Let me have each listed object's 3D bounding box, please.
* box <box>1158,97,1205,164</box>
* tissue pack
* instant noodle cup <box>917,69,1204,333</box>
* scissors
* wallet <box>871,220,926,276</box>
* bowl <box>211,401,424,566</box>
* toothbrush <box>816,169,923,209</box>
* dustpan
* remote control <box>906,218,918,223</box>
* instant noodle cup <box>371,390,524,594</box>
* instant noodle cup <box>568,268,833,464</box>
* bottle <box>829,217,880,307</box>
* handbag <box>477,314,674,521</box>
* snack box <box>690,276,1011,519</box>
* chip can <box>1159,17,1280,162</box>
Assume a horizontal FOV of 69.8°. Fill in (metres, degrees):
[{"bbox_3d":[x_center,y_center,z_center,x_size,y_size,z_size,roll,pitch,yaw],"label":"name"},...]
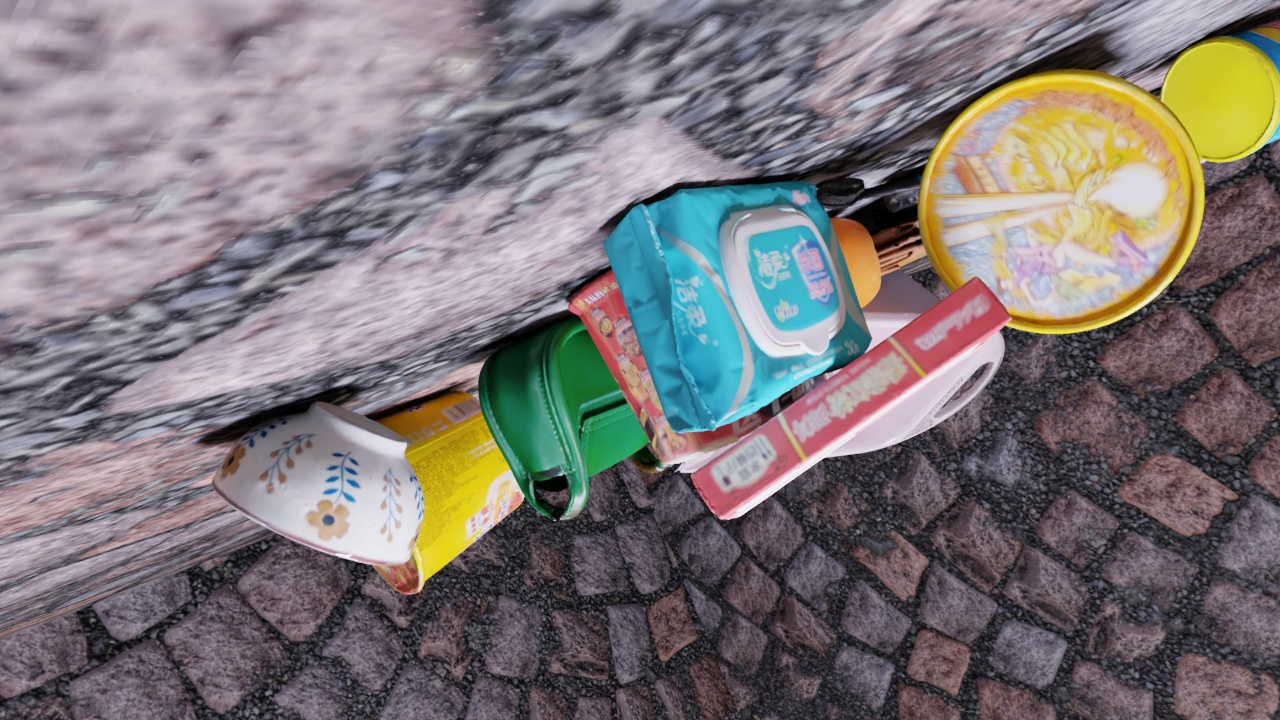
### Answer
[{"bbox_3d":[0.353,-0.143,0.700,0.164,0.082,0.075,-21,172,22],"label":"box"},{"bbox_3d":[0.045,-0.027,0.400,0.050,0.093,0.133,-20,180,39],"label":"tissue pack"},{"bbox_3d":[0.212,-0.085,0.456,0.119,0.118,0.114,-25,-177,37],"label":"instant noodle cup"},{"bbox_3d":[0.227,-0.128,0.624,0.234,0.021,0.220,-24,178,38],"label":"scissors"},{"bbox_3d":[0.185,-0.081,0.691,0.107,0.031,0.132,-20,177,-36],"label":"wallet"},{"bbox_3d":[-0.168,0.061,0.507,0.113,0.113,0.062,112,2,-86],"label":"bowl"},{"bbox_3d":[0.175,-0.105,0.518,0.189,0.014,0.016,-12,159,-21],"label":"toothbrush"},{"bbox_3d":[0.198,0.031,0.827,0.272,0.139,0.223,-32,159,-36],"label":"dustpan"},{"bbox_3d":[0.252,-0.127,0.765,0.136,0.024,0.053,-15,172,-43],"label":"remote control"},{"bbox_3d":[-0.165,0.094,0.710,0.109,0.138,0.138,-30,-178,-35],"label":"instant noodle cup"},{"bbox_3d":[0.043,-0.011,0.519,0.138,0.108,0.138,-23,176,-2],"label":"instant noodle cup"},{"bbox_3d":[0.081,-0.049,0.615,0.149,0.066,0.067,-15,177,-2],"label":"bottle"},{"bbox_3d":[-0.033,0.031,0.600,0.068,0.120,0.131,-18,-178,35],"label":"handbag"},{"bbox_3d":[0.096,0.022,0.429,0.153,0.025,0.075,-36,166,4],"label":"snack box"},{"bbox_3d":[0.423,-0.186,0.564,0.210,0.071,0.071,-22,177,-19],"label":"chip can"}]
